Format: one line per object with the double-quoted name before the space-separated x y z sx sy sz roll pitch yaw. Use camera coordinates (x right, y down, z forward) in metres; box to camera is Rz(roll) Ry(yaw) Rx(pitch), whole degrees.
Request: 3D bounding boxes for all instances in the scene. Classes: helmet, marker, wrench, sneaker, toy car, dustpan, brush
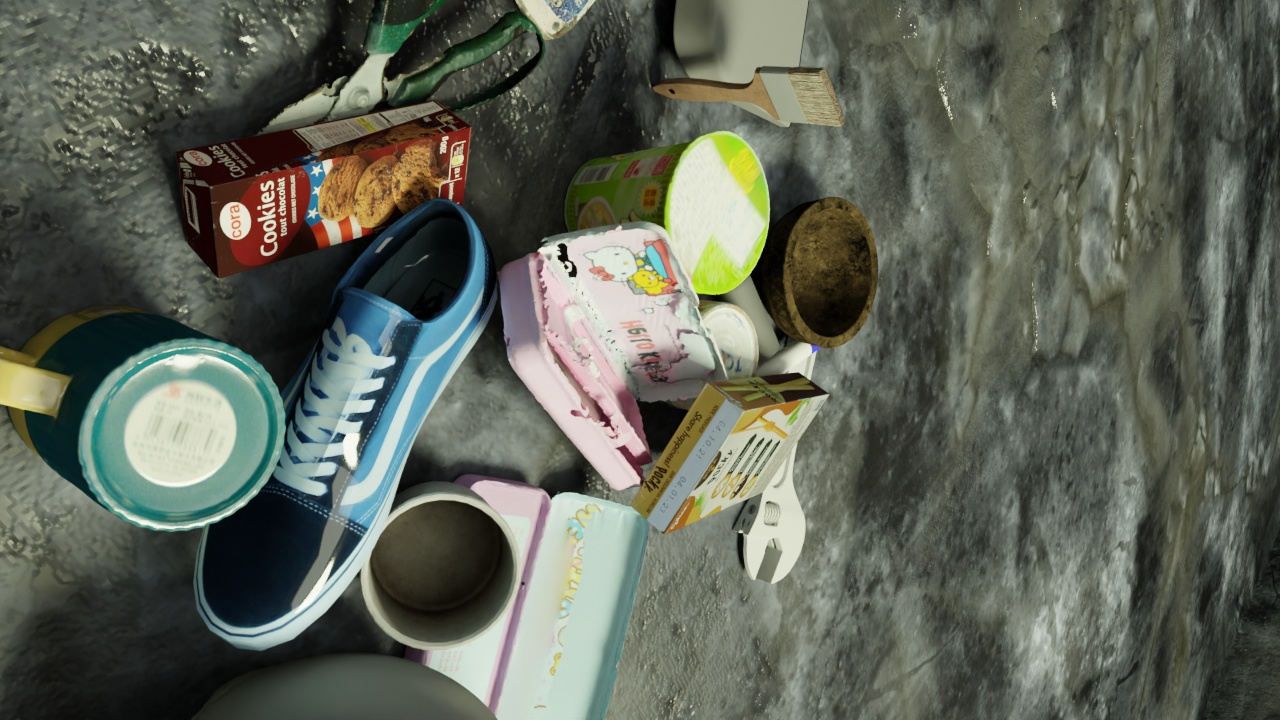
"helmet" -0.149 0.217 0.494 0.271 0.117 0.184 24 114 -30
"marker" 0.107 0.007 0.764 0.141 0.020 0.020 -32 120 -29
"wrench" 0.135 0.062 0.816 0.086 0.018 0.273 15 86 -46
"sneaker" -0.150 0.017 0.451 0.098 0.083 0.240 92 22 -64
"toy car" -0.035 -0.247 0.563 0.048 0.041 0.112 49 65 -38
"dustpan" 0.058 -0.274 0.642 0.257 0.033 0.163 1 98 -61
"brush" 0.064 -0.177 0.603 0.008 0.143 0.045 -59 141 -17

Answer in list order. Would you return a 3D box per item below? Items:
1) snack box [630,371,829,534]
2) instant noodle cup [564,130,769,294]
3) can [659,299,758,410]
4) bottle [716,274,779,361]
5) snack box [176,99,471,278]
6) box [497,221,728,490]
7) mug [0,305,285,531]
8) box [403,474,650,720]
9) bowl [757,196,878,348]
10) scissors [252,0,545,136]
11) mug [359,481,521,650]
"snack box" 0.072 0.062 0.676 0.101 0.031 0.185 -59 157 17
"instant noodle cup" 0.012 -0.097 0.593 0.098 0.108 0.099 -11 106 -43
"can" 0.047 -0.003 0.695 0.086 0.043 0.086 -9 103 -43
"bottle" 0.077 -0.050 0.724 0.030 0.030 0.113 -49 128 -27
"snack box" -0.155 -0.090 0.466 0.140 0.032 0.051 -26 146 -39
"box" -0.002 0.001 0.560 0.202 0.103 0.086 60 14 -57
"mug" -0.223 0.018 0.384 0.113 0.107 0.083 25 82 -45
"box" -0.081 0.189 0.602 0.149 0.049 0.214 16 86 -25
"bowl" 0.137 -0.073 0.759 0.121 0.056 0.121 -5 98 -40
"scissors" -0.123 -0.149 0.500 0.209 0.015 0.146 -49 160 -3
"mug" -0.127 0.109 0.514 0.113 0.070 0.084 11 88 -15
